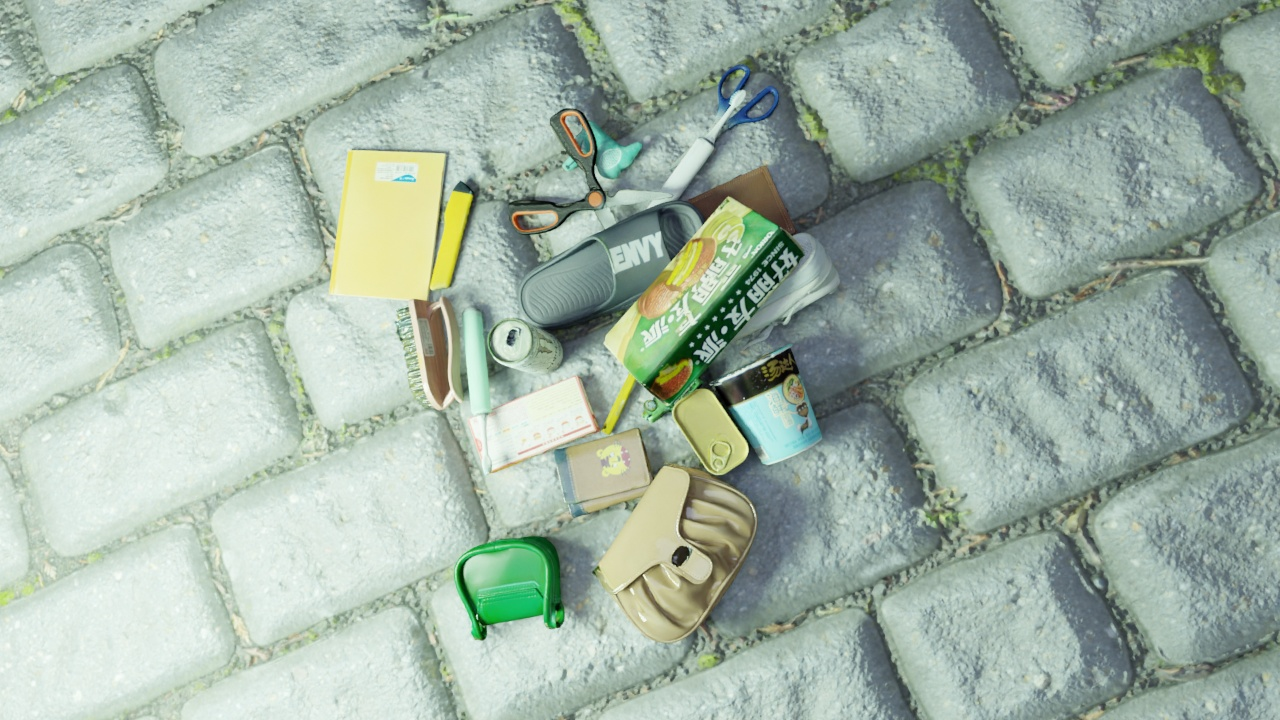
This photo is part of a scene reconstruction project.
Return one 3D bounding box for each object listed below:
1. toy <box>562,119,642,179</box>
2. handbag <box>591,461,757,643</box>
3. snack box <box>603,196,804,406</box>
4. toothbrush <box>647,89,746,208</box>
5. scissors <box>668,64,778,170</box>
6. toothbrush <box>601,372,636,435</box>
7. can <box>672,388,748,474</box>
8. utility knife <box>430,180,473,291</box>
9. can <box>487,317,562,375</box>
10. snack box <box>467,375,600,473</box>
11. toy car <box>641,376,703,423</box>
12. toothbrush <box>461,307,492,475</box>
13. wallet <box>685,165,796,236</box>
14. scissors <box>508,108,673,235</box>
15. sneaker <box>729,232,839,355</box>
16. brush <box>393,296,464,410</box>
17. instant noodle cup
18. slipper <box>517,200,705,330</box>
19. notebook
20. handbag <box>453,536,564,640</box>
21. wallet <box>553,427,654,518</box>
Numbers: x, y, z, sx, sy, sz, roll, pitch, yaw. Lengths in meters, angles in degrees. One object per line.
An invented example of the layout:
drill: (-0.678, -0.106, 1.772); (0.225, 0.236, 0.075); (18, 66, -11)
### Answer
toy: (-0.056, -0.274, 1.209); (0.096, 0.030, 0.092); (-46, 74, 9)
handbag: (0.045, 0.228, 1.098); (0.148, 0.100, 0.204); (33, 86, 8)
snack box: (0.071, -0.071, 1.079); (0.240, 0.063, 0.114); (-48, 38, 4)
toothbrush: (0.067, -0.256, 1.179); (0.221, 0.026, 0.026); (-54, 35, 4)
scissors: (0.112, -0.301, 1.193); (0.140, 0.012, 0.171); (10, 88, 9)
toothbrush: (-0.007, 0.007, 1.159); (0.016, 0.016, 0.190); (31, 99, 40)
can: (0.088, 0.087, 1.115); (0.057, 0.083, 0.102); (-35, 80, 4)
utility knife: (-0.254, -0.166, 1.234); (0.033, 0.015, 0.153); (13, 87, 17)
can: (-0.140, -0.015, 1.131); (0.058, 0.146, 0.058); (-1, 84, 9)
snack box: (-0.138, 0.083, 1.181); (0.156, 0.027, 0.077); (-22, 80, 6)
toy car: (0.039, 0.045, 1.149); (0.091, 0.043, 0.036); (-42, 80, 3)
toothbrush: (-0.206, 0.037, 1.176); (0.026, 0.027, 0.224); (-3, 69, -18)
wallet: (0.125, -0.181, 1.169); (0.124, 0.032, 0.101); (-23, 78, 5)
scissors: (-0.072, -0.220, 1.192); (0.235, 0.021, 0.221); (-11, 91, 18)
sneaker: (0.133, -0.062, 1.135); (0.243, 0.090, 0.089); (-31, 45, 22)
brush: (-0.269, -0.008, 1.194); (0.073, 0.063, 0.145); (-14, 82, 18)
instant noodle cup: (0.159, 0.056, 1.103); (0.111, 0.111, 0.120); (-27, 88, 5)
slipper: (-0.040, -0.108, 1.140); (0.268, 0.083, 0.110); (-23, 95, 16)
notebook: (-0.345, -0.185, 1.253); (0.146, 0.010, 0.206); (4, 84, 10)
handbag: (-0.161, 0.282, 1.141); (0.131, 0.068, 0.120); (-13, 83, 8)
wallet: (-0.045, 0.141, 1.158); (0.115, 0.033, 0.090); (-16, 82, 4)
